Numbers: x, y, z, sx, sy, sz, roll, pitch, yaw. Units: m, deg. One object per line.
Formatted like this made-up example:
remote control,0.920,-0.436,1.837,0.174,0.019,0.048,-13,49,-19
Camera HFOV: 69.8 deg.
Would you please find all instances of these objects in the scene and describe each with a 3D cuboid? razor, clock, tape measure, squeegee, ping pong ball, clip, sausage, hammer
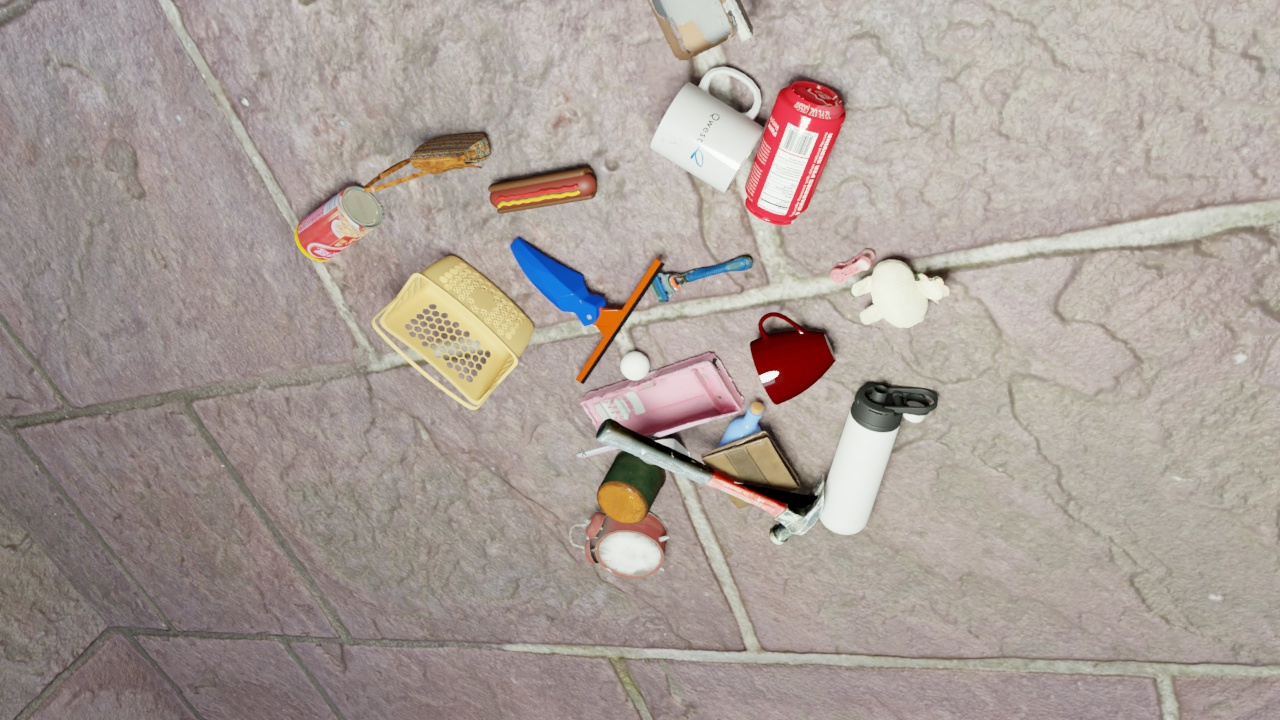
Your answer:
razor,0.078,-0.108,1.155,0.141,0.018,0.044,-13,117,28
clock,-0.034,0.282,1.455,0.157,0.061,0.110,8,127,3
tape measure,0.032,0.133,1.330,0.065,0.016,0.064,-10,153,22
squeegee,-0.101,-0.097,1.222,0.185,0.055,0.250,42,131,7
ping pong ball,-0.007,0.007,1.262,0.040,0.040,0.040,12,128,16
clip,0.247,-0.106,1.067,0.060,0.043,0.023,-34,102,24
sausage,-0.125,-0.214,1.158,0.156,0.040,0.040,-4,122,27
hammer,0.096,0.150,1.217,0.326,0.036,0.141,25,134,-15

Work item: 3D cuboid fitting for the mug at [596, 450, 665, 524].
mug,-0.016,0.201,1.379,0.085,0.081,0.111,16,129,14

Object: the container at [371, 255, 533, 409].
container,-0.259,-0.034,1.266,0.183,0.166,0.130,42,130,-7

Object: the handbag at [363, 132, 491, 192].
handbag,-0.261,-0.229,1.108,0.094,0.195,0.043,3,119,26

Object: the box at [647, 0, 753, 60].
box,0.030,-0.407,0.910,0.115,0.095,0.217,-14,116,36

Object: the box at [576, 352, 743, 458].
box,0.015,0.080,1.262,0.233,0.106,0.099,-18,114,33

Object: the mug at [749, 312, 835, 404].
mug,0.188,-0.012,1.137,0.088,0.087,0.114,-23,107,16

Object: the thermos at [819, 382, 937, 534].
thermos,0.304,0.130,1.194,0.101,0.068,0.230,9,127,3

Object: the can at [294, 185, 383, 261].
can,-0.427,-0.192,1.295,0.125,0.066,0.067,-23,111,35

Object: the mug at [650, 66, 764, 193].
mug,0.083,-0.261,1.010,0.096,0.083,0.120,32,103,1

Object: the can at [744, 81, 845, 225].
can,0.165,-0.223,0.993,0.074,0.074,0.143,24,130,7

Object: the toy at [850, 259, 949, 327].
toy,0.299,-0.077,1.053,0.113,0.050,0.087,-18,114,30

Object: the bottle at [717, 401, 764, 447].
bottle,0.139,0.107,1.262,0.048,0.047,0.131,26,130,6

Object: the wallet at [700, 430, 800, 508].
wallet,0.151,0.151,1.251,0.099,0.026,0.121,-22,129,20
